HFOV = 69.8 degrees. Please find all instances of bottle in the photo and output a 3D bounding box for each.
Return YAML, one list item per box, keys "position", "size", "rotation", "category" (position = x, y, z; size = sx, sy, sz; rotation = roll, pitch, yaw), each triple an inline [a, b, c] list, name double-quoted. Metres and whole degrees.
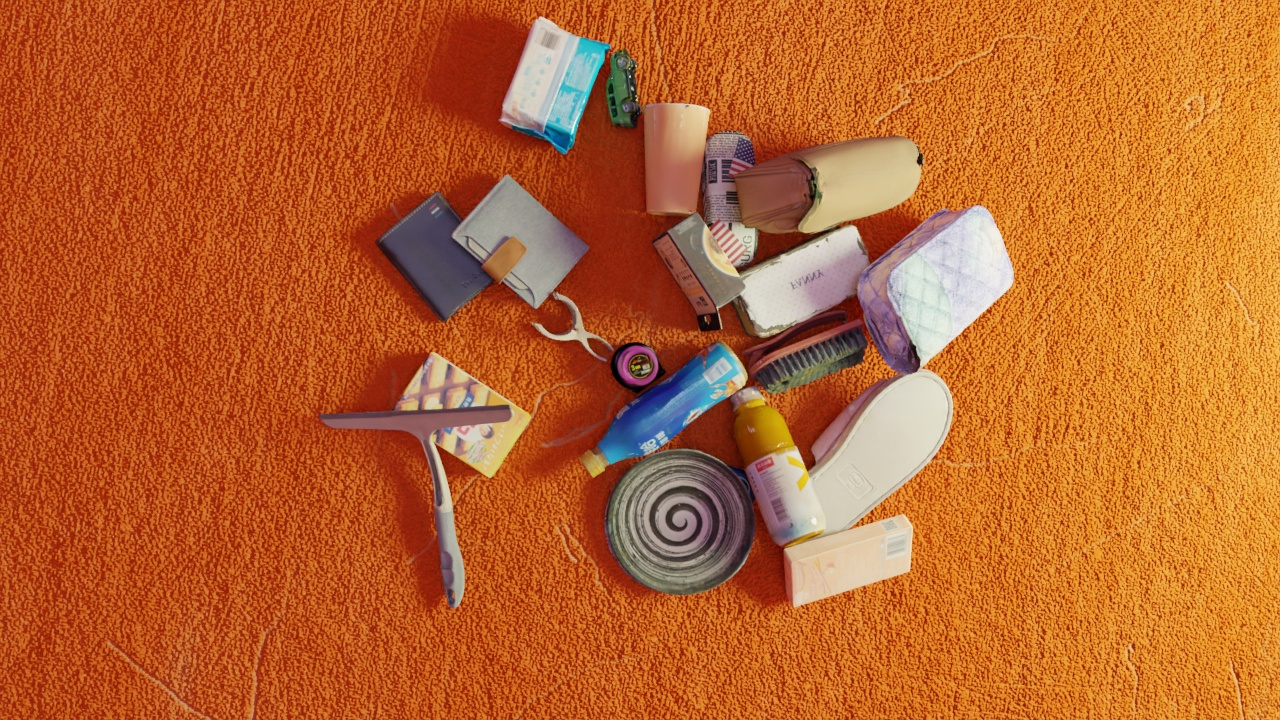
- position: [0.024, 0.063, 1.081]
  size: [0.218, 0.065, 0.065]
  rotation: [-36, 95, -5]
  category: "bottle"
- position: [0.156, 0.123, 1.082]
  size: [0.068, 0.068, 0.189]
  rotation: [-18, 73, -7]
  category: "bottle"

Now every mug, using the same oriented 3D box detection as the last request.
- position: [0.039, -0.233, 1.077]
  size: [0.078, 0.078, 0.123]
  rotation: [3, 96, -8]
  category: "mug"

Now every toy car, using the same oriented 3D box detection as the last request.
- position: [-0.020, -0.319, 1.079]
  size: [0.036, 0.043, 0.091]
  rotation: [-1, 99, 15]
  category: "toy car"

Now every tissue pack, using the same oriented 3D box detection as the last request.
- position: [-0.099, -0.318, 1.059]
  size: [0.090, 0.063, 0.140]
  rotation: [20, 87, -6]
  category: "tissue pack"

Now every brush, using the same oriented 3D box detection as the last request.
- position: [0.197, -0.011, 1.109]
  size: [0.145, 0.063, 0.069]
  rotation: [-21, 63, -5]
  category: "brush"

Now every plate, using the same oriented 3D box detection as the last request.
- position: [0.046, 0.192, 1.095]
  size: [0.179, 0.024, 0.179]
  rotation: [0, 96, 3]
  category: "plate"

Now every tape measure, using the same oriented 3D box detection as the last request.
- position: [-0.006, 0.006, 1.089]
  size: [0.057, 0.039, 0.058]
  rotation: [-38, 100, -6]
  category: "tape measure"
- position: [0.112, 0.158, 1.114]
  size: [0.054, 0.025, 0.058]
  rotation: [18, 98, -8]
  category: "tape measure"

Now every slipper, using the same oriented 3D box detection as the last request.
- position: [0.268, 0.122, 1.118]
  size: [0.114, 0.054, 0.274]
  rotation: [40, 97, -3]
  category: "slipper"

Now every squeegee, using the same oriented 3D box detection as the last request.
- position: [-0.230, 0.166, 1.054]
  size: [0.247, 0.039, 0.247]
  rotation: [-4, 104, 20]
  category: "squeegee"

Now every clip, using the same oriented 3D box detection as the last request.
- position: [-0.088, -0.029, 1.081]
  size: [0.092, 0.035, 0.103]
  rotation: [-33, 103, -10]
  category: "clip"

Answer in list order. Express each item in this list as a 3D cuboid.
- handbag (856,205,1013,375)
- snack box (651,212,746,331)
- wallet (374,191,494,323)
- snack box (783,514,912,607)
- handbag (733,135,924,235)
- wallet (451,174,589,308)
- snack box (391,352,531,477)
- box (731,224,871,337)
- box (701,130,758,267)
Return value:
- position: [0.351, -0.090, 1.094]
  size: [0.193, 0.076, 0.134]
  rotation: [-36, 108, -21]
  category: "handbag"
- position: [0.068, -0.100, 1.060]
  size: [0.053, 0.113, 0.125]
  rotation: [-35, 96, -6]
  category: "snack box"
- position: [-0.232, -0.120, 1.068]
  size: [0.096, 0.020, 0.122]
  rotation: [-40, 98, -6]
  category: "wallet"
- position: [0.252, 0.243, 1.113]
  size: [0.157, 0.026, 0.085]
  rotation: [-14, 127, -7]
  category: "snack box"
- position: [0.214, -0.198, 1.049]
  size: [0.204, 0.148, 0.100]
  rotation: [-19, 100, -25]
  category: "handbag"
- position: [-0.140, -0.137, 1.064]
  size: [0.129, 0.037, 0.106]
  rotation: [41, 75, -8]
  category: "wallet"
- position: [-0.208, 0.063, 1.066]
  size: [0.140, 0.034, 0.087]
  rotation: [34, 87, -9]
  category: "snack box"
- position: [0.199, -0.098, 1.106]
  size: [0.184, 0.060, 0.090]
  rotation: [-23, 95, -9]
  category: "box"
- position: [0.106, -0.192, 1.103]
  size: [0.070, 0.058, 0.164]
  rotation: [-1, 92, -31]
  category: "box"
